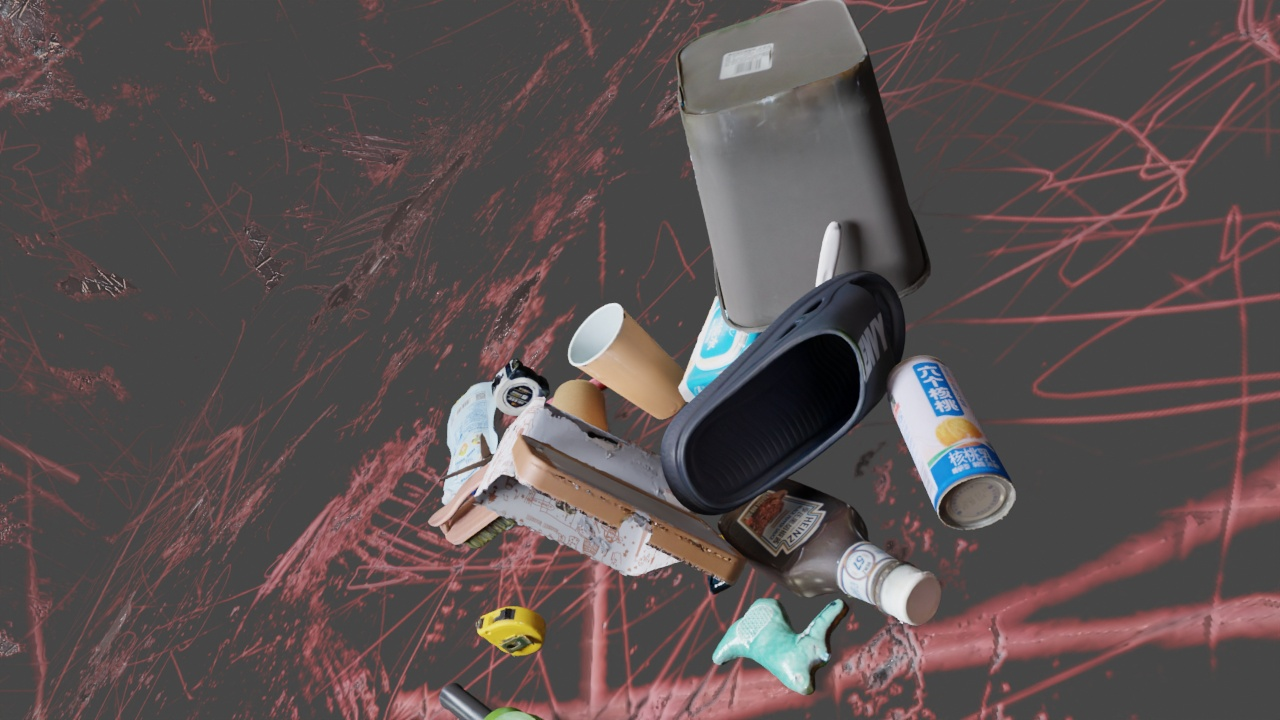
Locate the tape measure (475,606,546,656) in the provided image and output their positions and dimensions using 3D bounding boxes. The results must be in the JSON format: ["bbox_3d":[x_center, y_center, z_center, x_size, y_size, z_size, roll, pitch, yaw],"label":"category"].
[{"bbox_3d":[-0.122,0.267,0.896,0.057,0.060,0.028,-28,34,26],"label":"tape measure"}]

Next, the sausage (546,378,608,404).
[{"bbox_3d":[-0.066,0.036,1.124,0.156,0.020,0.020,-26,37,37],"label":"sausage"}]

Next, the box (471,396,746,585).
[{"bbox_3d":[-0.029,0.111,0.757,0.106,0.178,0.272,-65,11,-13],"label":"box"}]

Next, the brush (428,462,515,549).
[{"bbox_3d":[-0.185,0.170,1.083,0.146,0.073,0.063,-37,32,26],"label":"brush"}]

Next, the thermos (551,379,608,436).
[{"bbox_3d":[-0.072,0.084,1.015,0.093,0.093,0.143,-39,22,20],"label":"thermos"}]

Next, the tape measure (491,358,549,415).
[{"bbox_3d":[-0.162,0.038,1.208,0.066,0.065,0.033,-42,32,13],"label":"tape measure"}]

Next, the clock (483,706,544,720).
[{"bbox_3d":[-0.101,0.349,0.751,0.162,0.056,0.116,-6,63,46],"label":"clock"}]

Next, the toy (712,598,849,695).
[{"bbox_3d":[0.108,0.206,0.676,0.096,0.030,0.092,-47,33,-9],"label":"toy"}]

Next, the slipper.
[{"bbox_3d":[0.134,0.024,0.702,0.267,0.111,0.083,-37,15,-27],"label":"slipper"}]

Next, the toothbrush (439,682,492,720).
[{"bbox_3d":[-0.130,0.345,0.850,0.213,0.026,0.027,4,77,53],"label":"toothbrush"}]

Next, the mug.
[{"bbox_3d":[-0.006,0.006,0.967,0.078,0.122,0.078,-34,34,27],"label":"mug"}]

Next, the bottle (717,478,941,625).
[{"bbox_3d":[0.138,0.142,0.683,0.079,0.044,0.195,-43,27,-15],"label":"bottle"}]

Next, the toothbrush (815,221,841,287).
[{"bbox_3d":[0.152,-0.031,0.786,0.016,0.016,0.180,-109,23,-65],"label":"toothbrush"}]

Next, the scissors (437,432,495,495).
[{"bbox_3d":[-0.177,0.118,1.103,0.162,0.012,0.176,-33,-21,-30],"label":"scissors"}]

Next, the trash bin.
[{"bbox_3d":[0.134,-0.175,0.821,0.199,0.220,0.198,-15,41,12],"label":"trash bin"}]

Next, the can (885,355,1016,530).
[{"bbox_3d":[0.220,0.055,0.663,0.053,0.053,0.134,-38,31,22],"label":"can"}]

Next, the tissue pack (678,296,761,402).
[{"bbox_3d":[0.099,-0.010,0.899,0.090,0.063,0.139,-11,47,48],"label":"tissue pack"}]

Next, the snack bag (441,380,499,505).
[{"bbox_3d":[-0.231,0.112,1.250,0.110,0.039,0.190,-36,33,15],"label":"snack bag"}]

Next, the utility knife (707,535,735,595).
[{"bbox_3d":[0.091,0.131,0.796,0.033,0.015,0.154,-8,49,48],"label":"utility knife"}]
